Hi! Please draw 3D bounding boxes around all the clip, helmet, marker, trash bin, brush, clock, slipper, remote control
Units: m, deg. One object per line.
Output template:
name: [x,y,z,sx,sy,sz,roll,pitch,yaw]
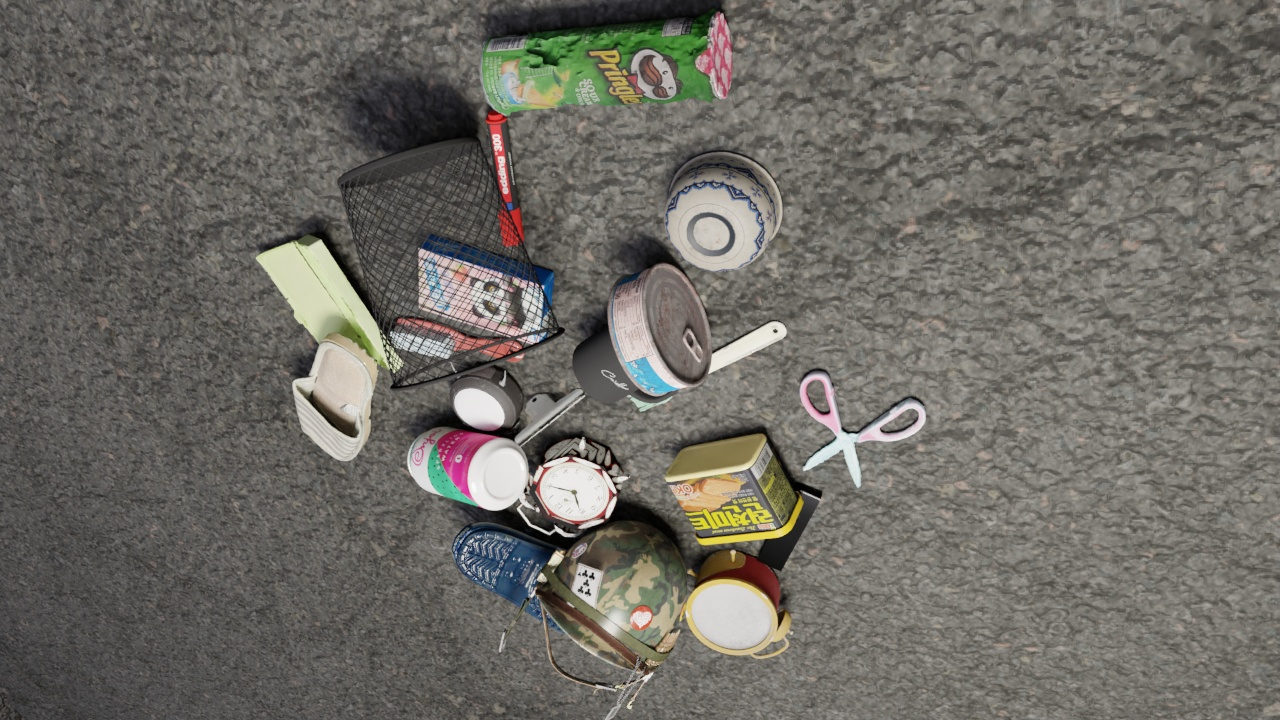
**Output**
clip: [-0.118,0.062,1.120,0.041,0.101,0.054,56,169,-21]
helmet: [-0.046,0.321,1.169,0.193,0.223,0.237,34,111,8]
marker: [-0.141,-0.186,0.950,0.021,0.023,0.145,39,144,42]
trash bin: [-0.196,-0.100,0.919,0.184,0.183,0.210,-13,100,29]
brush: [-0.225,-0.019,1.111,0.172,0.030,0.041,11,130,13]
clock: [-0.193,0.055,1.147,0.091,0.043,0.123,9,129,15]
brush: [0.072,0.007,1.027,0.218,0.012,0.033,-28,113,34]
slipper: [-0.400,0.057,1.201,0.114,0.053,0.273,39,140,5]
slipper: [-0.153,0.295,1.294,0.252,0.105,0.095,36,174,-26]
remote control: [0.184,0.208,1.139,0.034,0.013,0.150,24,131,8]
clock: [-0.093,0.164,1.176,0.114,0.065,0.155,41,115,-13]
clock: [0.134,0.324,1.204,0.117,0.081,0.159,-30,102,25]

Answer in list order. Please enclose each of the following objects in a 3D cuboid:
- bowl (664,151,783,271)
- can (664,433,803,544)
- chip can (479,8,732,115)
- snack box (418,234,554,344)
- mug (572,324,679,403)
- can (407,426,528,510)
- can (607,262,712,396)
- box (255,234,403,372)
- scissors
bowl: [0.075,-0.135,0.881,0.115,0.059,0.116,11,130,13]
can: [0.108,0.151,1.078,0.131,0.072,0.101,-15,114,36]
chip can: [-0.034,-0.262,0.816,0.223,0.075,0.075,1,127,21]
snack box: [-0.177,-0.080,1.042,0.154,0.033,0.088,17,130,8]
mug: [-0.006,0.006,1.015,0.113,0.078,0.088,39,131,-24]
can: [-0.221,0.134,1.163,0.166,0.088,0.088,5,131,46]
can: [0.022,-0.031,0.937,0.044,0.129,0.130,-16,119,31]
box: [-0.375,-0.066,1.127,0.141,0.048,0.188,-5,125,39]
scissors: [0.243,0.078,1.014,0.168,0.014,0.171,-6,124,26]
